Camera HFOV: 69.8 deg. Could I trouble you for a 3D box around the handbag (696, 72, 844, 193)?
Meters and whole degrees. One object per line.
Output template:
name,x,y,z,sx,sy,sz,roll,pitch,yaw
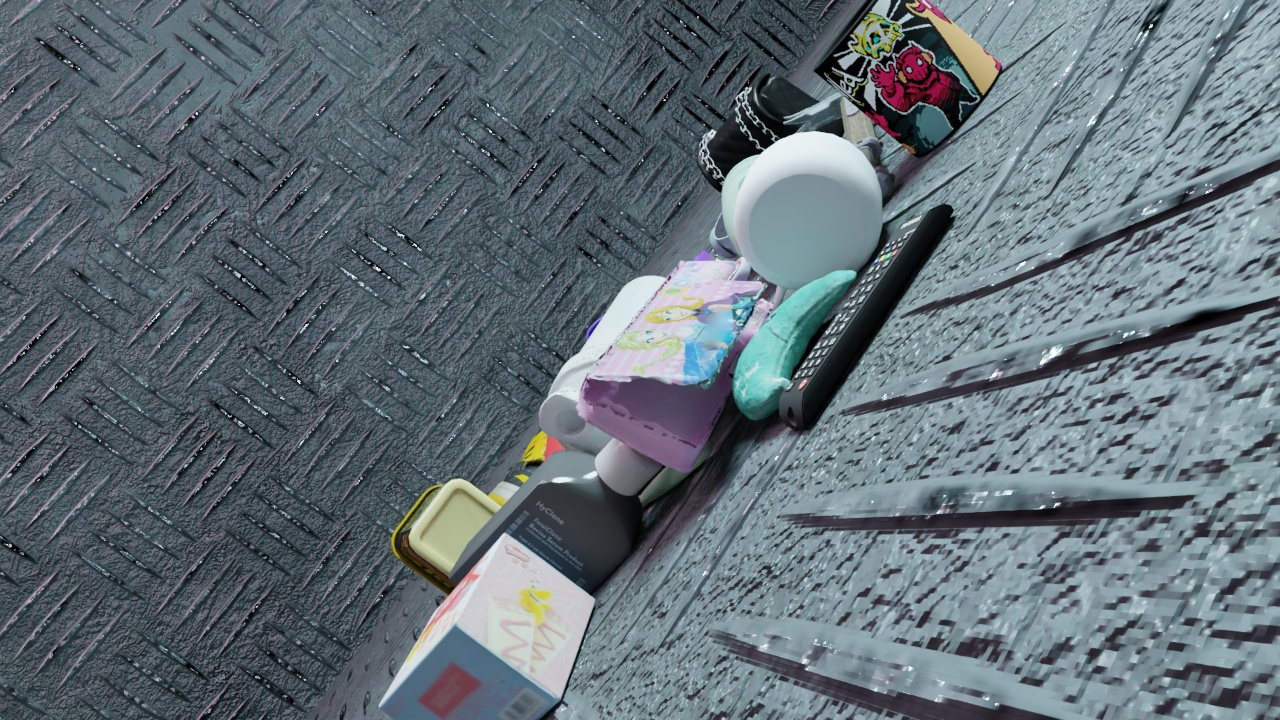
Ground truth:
handbag,0.134,-0.231,1.042,0.114,0.125,0.154,-57,8,-34

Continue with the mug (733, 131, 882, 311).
mug,0.107,-0.088,0.605,0.067,0.094,0.116,-65,-8,-59

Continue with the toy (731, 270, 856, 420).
toy,0.086,-0.008,0.551,0.105,0.033,0.085,-57,8,-22

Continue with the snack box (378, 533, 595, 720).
snack box,-0.093,0.181,0.574,0.093,0.079,0.094,-49,6,25

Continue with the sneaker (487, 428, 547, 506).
sneaker,-0.072,0.099,0.843,0.122,0.086,0.239,-57,3,-8

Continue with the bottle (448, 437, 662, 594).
bottle,-0.049,0.113,0.632,0.174,0.084,0.046,-48,7,26

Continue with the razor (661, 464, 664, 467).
razor,0.004,0.073,0.760,0.042,0.022,0.144,-53,5,-19

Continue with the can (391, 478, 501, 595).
can,-0.127,0.157,0.737,0.072,0.131,0.101,-55,9,-22

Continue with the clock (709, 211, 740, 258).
clock,0.126,-0.158,0.958,0.122,0.045,0.160,-58,16,-20

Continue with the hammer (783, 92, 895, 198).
hammer,0.191,-0.194,0.780,0.147,0.028,0.316,-23,22,21

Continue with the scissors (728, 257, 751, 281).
scissors,0.048,-0.008,0.785,0.171,0.013,0.176,-56,14,37

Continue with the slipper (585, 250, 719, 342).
slipper,-0.009,-0.028,0.988,0.267,0.084,0.107,-55,6,45

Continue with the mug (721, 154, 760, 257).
mug,0.127,-0.134,0.811,0.111,0.084,0.103,-21,24,15

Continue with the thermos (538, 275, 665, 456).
thermos,-0.004,0.004,0.723,0.100,0.099,0.219,-49,9,28

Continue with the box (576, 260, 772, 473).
box,0.037,-0.020,0.625,0.071,0.084,0.229,-64,-5,30

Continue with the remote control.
remote control,0.119,-0.026,0.490,0.146,0.015,0.033,-53,6,-11

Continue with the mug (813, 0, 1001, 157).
mug,0.185,-0.208,0.661,0.082,0.098,0.118,-52,6,4

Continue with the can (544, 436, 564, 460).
can,-0.043,0.068,0.760,0.070,0.070,0.131,-49,22,27

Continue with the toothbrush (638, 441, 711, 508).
toothbrush,0.007,0.092,0.644,0.155,0.015,0.022,-46,43,48
